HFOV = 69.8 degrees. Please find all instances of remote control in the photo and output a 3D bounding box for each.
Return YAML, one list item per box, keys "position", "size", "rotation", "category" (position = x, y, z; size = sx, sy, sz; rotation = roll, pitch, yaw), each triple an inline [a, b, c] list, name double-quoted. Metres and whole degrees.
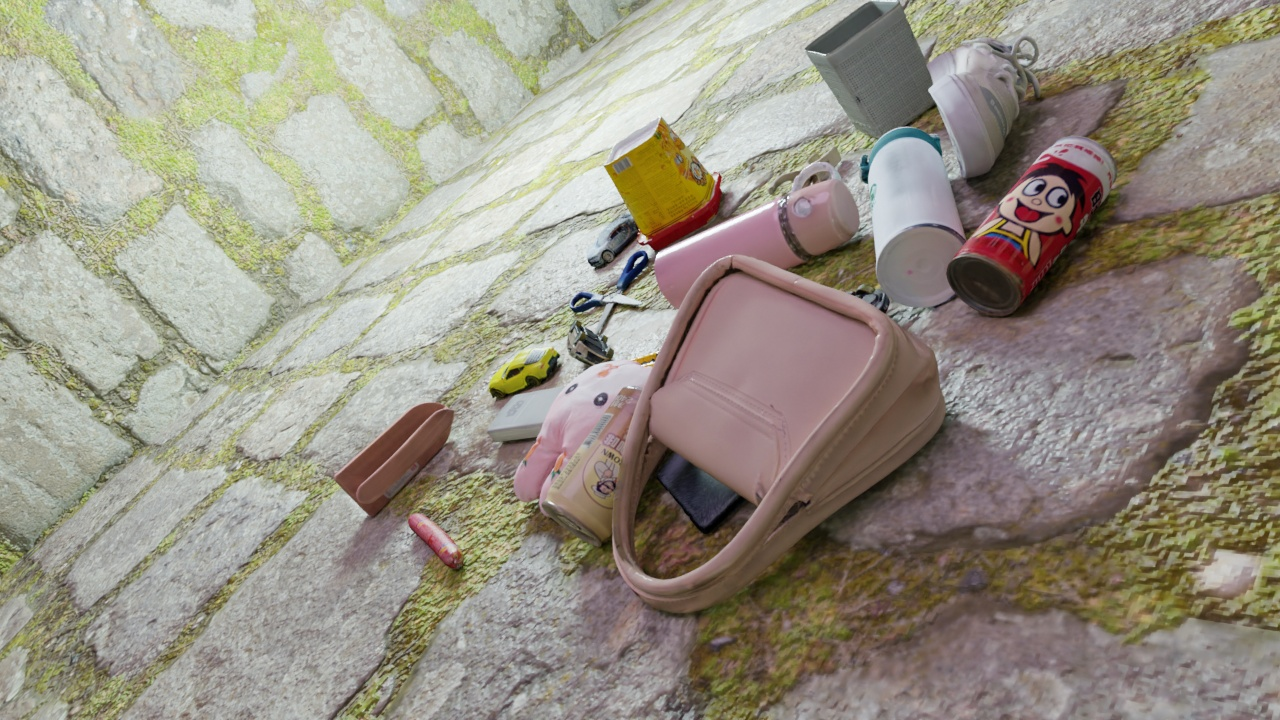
- position: [-0.095, 0.053, 0.921]
  size: [0.150, 0.021, 0.058]
  rotation: [-11, 35, 47]
  category: "remote control"

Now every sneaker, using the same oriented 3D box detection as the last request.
- position: [0.305, -0.229, 0.796]
  size: [0.091, 0.089, 0.241]
  rotation: [-21, 21, 25]
  category: "sneaker"

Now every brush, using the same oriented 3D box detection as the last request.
- position: [-0.268, 0.103, 1.031]
  size: [0.145, 0.063, 0.073]
  rotation: [-45, 20, -21]
  category: "brush"

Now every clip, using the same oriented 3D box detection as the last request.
- position: [0.186, -0.195, 0.965]
  size: [0.104, 0.035, 0.084]
  rotation: [-38, 18, -20]
  category: "clip"

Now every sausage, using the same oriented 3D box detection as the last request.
- position: [-0.191, 0.166, 0.854]
  size: [0.020, 0.020, 0.156]
  rotation: [-45, 24, -17]
  category: "sausage"

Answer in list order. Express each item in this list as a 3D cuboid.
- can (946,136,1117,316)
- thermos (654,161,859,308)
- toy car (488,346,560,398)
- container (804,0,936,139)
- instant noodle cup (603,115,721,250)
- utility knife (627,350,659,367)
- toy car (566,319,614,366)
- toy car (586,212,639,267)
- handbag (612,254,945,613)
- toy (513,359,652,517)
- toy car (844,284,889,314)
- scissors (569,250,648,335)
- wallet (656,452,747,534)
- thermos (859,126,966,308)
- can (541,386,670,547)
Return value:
- position: [0.268, -0.093, 0.624]
  size: [0.132, 0.053, 0.053]
  rotation: [-46, 24, -18]
  category: "can"
- position: [0.108, -0.119, 0.875]
  size: [0.199, 0.067, 0.087]
  rotation: [-22, 63, 36]
  category: "thermos"
- position: [-0.138, 0.011, 1.051]
  size: [0.105, 0.032, 0.048]
  rotation: [-21, 28, 38]
  category: "toy car"
- position: [0.249, -0.305, 0.971]
  size: [0.090, 0.114, 0.090]
  rotation: [-35, 23, 7]
  category: "container"
- position: [0.025, -0.221, 1.129]
  size: [0.116, 0.123, 0.116]
  rotation: [-26, 25, 26]
  category: "instant noodle cup"
- position: [-0.005, 0.005, 0.887]
  size: [0.154, 0.015, 0.033]
  rotation: [-18, 33, 39]
  category: "utility knife"
- position: [-0.056, -0.014, 0.966]
  size: [0.035, 0.042, 0.090]
  rotation: [-60, 16, 8]
  category: "toy car"
- position: [-0.033, -0.167, 1.232]
  size: [0.105, 0.031, 0.049]
  rotation: [-45, 23, -14]
  category: "toy car"
- position: [0.063, 0.055, 0.601]
  size: [0.234, 0.093, 0.193]
  rotation: [-53, 35, -5]
  category: "handbag"
- position: [-0.046, 0.063, 0.797]
  size: [0.159, 0.054, 0.121]
  rotation: [-53, 32, -17]
  category: "toy"
- position: [0.147, -0.031, 0.712]
  size: [0.106, 0.031, 0.049]
  rotation: [-6, 39, 54]
  category: "toy car"
- position: [-0.034, -0.079, 1.094]
  size: [0.163, 0.012, 0.174]
  rotation: [-9, 37, 47]
  category: "scissors"
- position: [0.072, 0.064, 0.663]
  size: [0.121, 0.019, 0.097]
  rotation: [-41, 24, -4]
  category: "wallet"
- position: [0.217, -0.127, 0.743]
  size: [0.073, 0.073, 0.223]
  rotation: [-26, 25, 25]
  category: "thermos"
- position: [-0.020, 0.079, 0.702]
  size: [0.116, 0.058, 0.059]
  rotation: [-54, 27, -19]
  category: "can"
